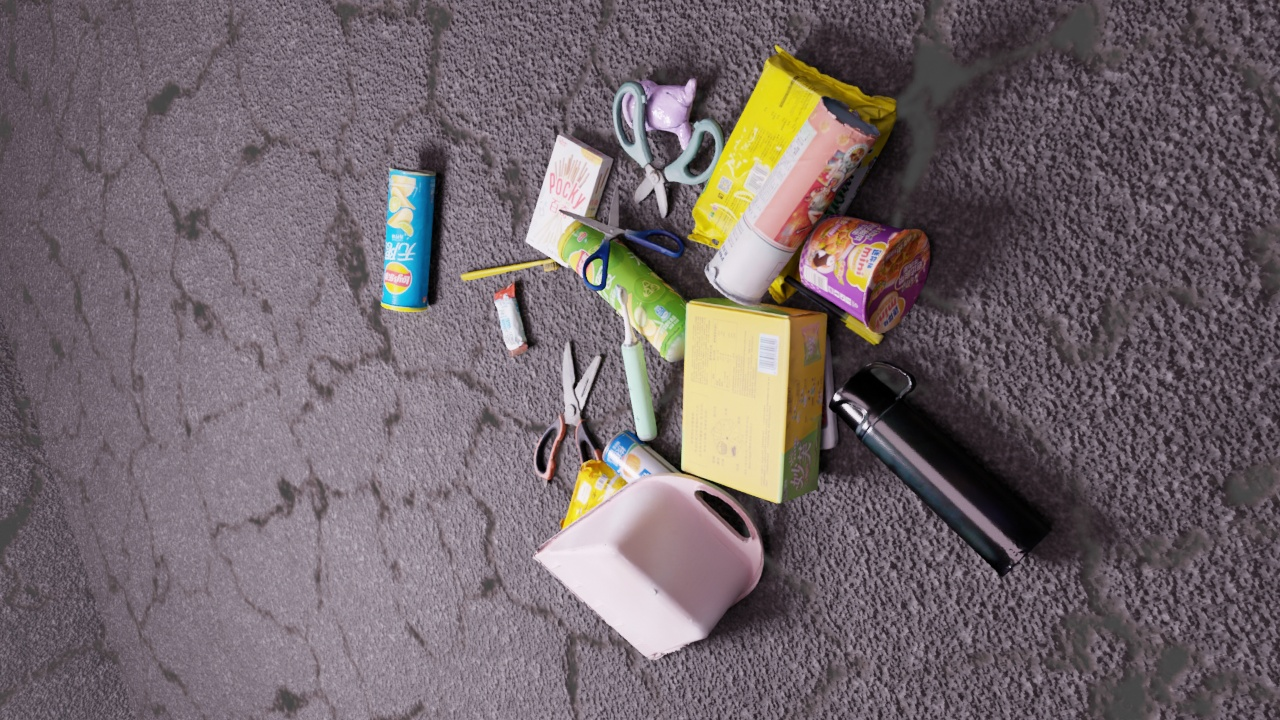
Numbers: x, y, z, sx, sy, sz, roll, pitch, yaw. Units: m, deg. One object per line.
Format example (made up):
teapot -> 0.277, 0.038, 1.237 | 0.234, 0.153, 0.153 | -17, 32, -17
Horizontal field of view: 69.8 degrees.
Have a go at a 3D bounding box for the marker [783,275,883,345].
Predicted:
marker -> 0.208, -0.055, 0.993 | 0.124, 0.018, 0.015 | 34, 96, 3

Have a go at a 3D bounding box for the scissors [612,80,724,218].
scissors -> 0.018, -0.262, 1.098 | 0.181, 0.019, 0.171 | 51, 139, -1

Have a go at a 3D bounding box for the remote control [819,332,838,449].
remote control -> 0.193, 0.034, 1.044 | 0.056, 0.020, 0.136 | -2, 96, 37

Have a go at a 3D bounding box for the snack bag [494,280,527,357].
snack bag -> -0.185, -0.058, 1.314 | 0.048, 0.026, 0.104 | -18, 87, 44

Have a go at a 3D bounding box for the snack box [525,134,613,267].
snack box -> -0.096, -0.211, 1.222 | 0.085, 0.026, 0.157 | 34, 117, 29

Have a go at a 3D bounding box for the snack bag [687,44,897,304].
snack bag -> 0.155, -0.205, 1.005 | 0.158, 0.068, 0.247 | 40, 120, 26

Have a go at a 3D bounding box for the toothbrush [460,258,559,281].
toothbrush -> -0.188, -0.128, 1.312 | 0.190, 0.015, 0.016 | -4, 101, 38

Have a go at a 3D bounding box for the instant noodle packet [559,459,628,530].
instant noodle packet -> -0.044, 0.203, 1.233 | 0.111, 0.044, 0.129 | 29, 118, 15

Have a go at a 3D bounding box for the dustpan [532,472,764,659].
dustpan -> 0.025, 0.254, 1.164 | 0.222, 0.138, 0.274 | 45, 150, -9

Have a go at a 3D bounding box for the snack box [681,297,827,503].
snack box -> 0.126, 0.040, 1.047 | 0.158, 0.069, 0.210 | 13, 107, 47

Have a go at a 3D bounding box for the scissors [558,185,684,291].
scissors -> -0.026, -0.153, 1.136 | 0.162, 0.172, 0.012 | 5, 146, 3

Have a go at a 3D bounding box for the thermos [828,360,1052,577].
thermos -> 0.305, 0.102, 0.937 | 0.242, 0.068, 0.090 | 46, 126, 22

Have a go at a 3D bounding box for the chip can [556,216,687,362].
chip can -> -0.010, -0.090, 1.147 | 0.221, 0.072, 0.073 | 44, 121, 23

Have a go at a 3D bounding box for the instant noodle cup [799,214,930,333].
instant noodle cup -> 0.227, -0.098, 0.949 | 0.099, 0.111, 0.112 | 33, 116, 40

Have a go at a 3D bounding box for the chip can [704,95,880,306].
chip can -> 0.150, -0.158, 0.929 | 0.071, 0.071, 0.215 | 47, 124, 22

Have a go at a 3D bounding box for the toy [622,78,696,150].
toy -> 0.022, -0.303, 1.109 | 0.108, 0.038, 0.084 | 18, 117, 33

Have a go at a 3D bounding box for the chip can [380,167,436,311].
chip can -> -0.352, -0.183, 1.394 | 0.071, 0.071, 0.210 | 17, 107, 34

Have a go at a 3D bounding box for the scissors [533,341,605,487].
scissors -> -0.095, 0.091, 1.278 | 0.190, 0.015, 0.226 | -28, 79, 37

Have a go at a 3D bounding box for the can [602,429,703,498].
can -> 0.016, 0.148, 1.177 | 0.134, 0.053, 0.053 | 38, 118, 27

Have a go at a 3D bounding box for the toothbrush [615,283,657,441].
toothbrush -> -0.007, 0.007, 1.133 | 0.027, 0.026, 0.225 | 42, 149, 50
